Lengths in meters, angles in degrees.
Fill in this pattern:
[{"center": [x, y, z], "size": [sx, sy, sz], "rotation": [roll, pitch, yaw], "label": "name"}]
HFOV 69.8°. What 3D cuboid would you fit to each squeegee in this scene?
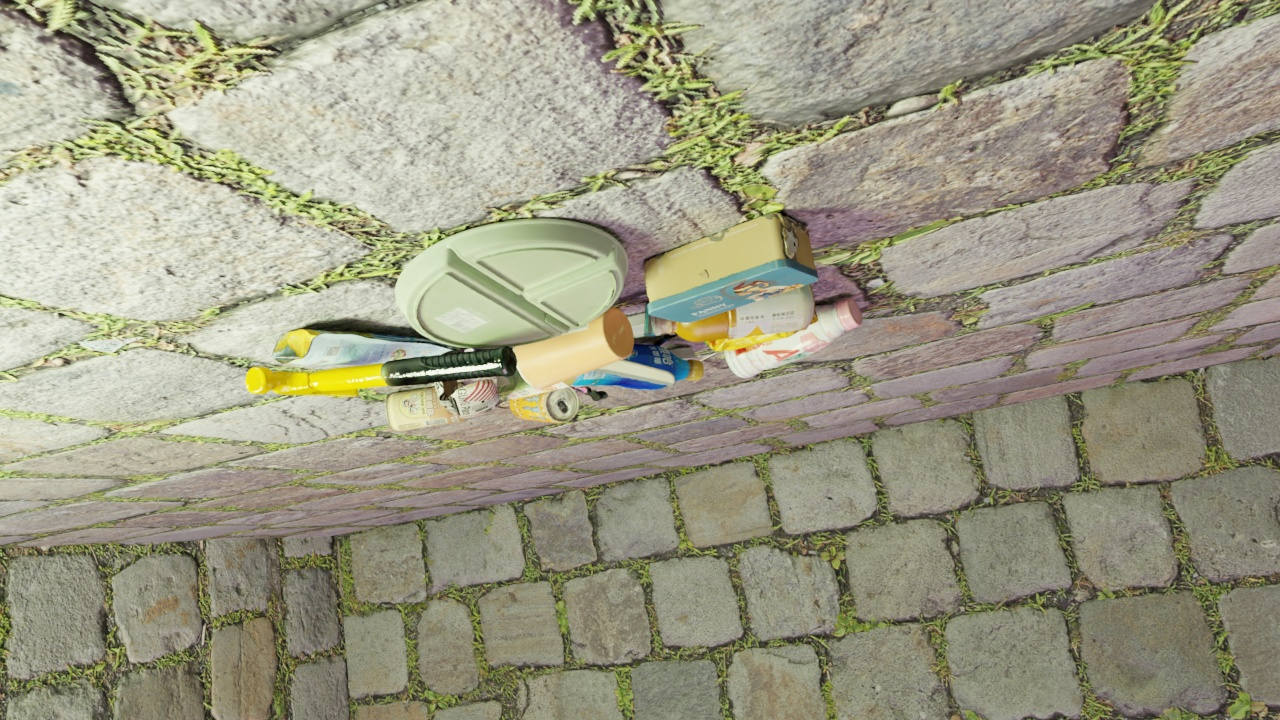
[{"center": [-0.050, -0.049, 1.088], "size": [0.246, 0.039, 0.247], "rotation": [11, 157, -8], "label": "squeegee"}]

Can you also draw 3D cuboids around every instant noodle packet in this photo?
[{"center": [0.158, -0.046, 1.200], "size": [0.129, 0.044, 0.110], "rotation": [-14, -178, 30], "label": "instant noodle packet"}]

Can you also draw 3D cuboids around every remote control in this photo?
[{"center": [0.017, 0.006, 1.406], "size": [0.135, 0.019, 0.056], "rotation": [-19, 171, 37], "label": "remote control"}, {"center": [0.052, -0.055, 1.170], "size": [0.150, 0.021, 0.058], "rotation": [-12, 167, 15], "label": "remote control"}]

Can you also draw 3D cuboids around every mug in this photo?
[{"center": [-0.073, -0.018, 1.031], "size": [0.123, 0.078, 0.078], "rotation": [-15, 166, 33], "label": "mug"}]

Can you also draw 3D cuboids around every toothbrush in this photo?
[{"center": [-0.076, 0.042, 1.294], "size": [0.017, 0.014, 0.189], "rotation": [-6, -175, -16], "label": "toothbrush"}, {"center": [0.030, -0.029, 1.297], "size": [0.014, 0.016, 0.190], "rotation": [-10, 171, -19], "label": "toothbrush"}]

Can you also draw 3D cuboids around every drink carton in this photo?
[{"center": [-0.141, 0.019, 1.303], "size": [0.123, 0.045, 0.053], "rotation": [-13, 166, 15], "label": "drink carton"}]

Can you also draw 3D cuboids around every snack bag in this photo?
[{"center": [-0.317, -0.011, 1.068], "size": [0.111, 0.038, 0.190], "rotation": [-24, 162, 39], "label": "snack bag"}]

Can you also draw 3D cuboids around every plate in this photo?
[{"center": [-0.122, -0.066, 0.899], "size": [0.230, 0.027, 0.230], "rotation": [-11, 157, -5], "label": "plate"}]

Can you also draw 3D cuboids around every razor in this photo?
[{"center": [0.075, -0.050, 1.129], "size": [0.143, 0.043, 0.022], "rotation": [2, -159, -2], "label": "razor"}]

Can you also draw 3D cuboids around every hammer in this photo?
[{"center": [-0.272, 0.014, 0.998], "size": [0.301, 0.033, 0.128], "rotation": [-6, 174, 22], "label": "hammer"}]

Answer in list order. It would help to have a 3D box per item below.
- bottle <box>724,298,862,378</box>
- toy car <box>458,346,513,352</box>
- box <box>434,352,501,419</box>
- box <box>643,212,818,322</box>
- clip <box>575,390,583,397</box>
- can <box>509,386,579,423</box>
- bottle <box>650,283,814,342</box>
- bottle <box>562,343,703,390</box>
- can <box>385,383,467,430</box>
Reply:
[{"center": [0.214, -0.034, 1.282], "size": [0.197, 0.068, 0.068], "rotation": [-23, 162, 34], "label": "bottle"}, {"center": [-0.182, -0.034, 1.044], "size": [0.070, 0.042, 0.158], "rotation": [-13, 162, 1], "label": "toy car"}, {"center": [-0.232, 0.037, 1.241], "size": [0.086, 0.075, 0.162], "rotation": [0, 165, -6], "label": "box"}, {"center": [0.085, -0.090, 0.948], "size": [0.185, 0.062, 0.089], "rotation": [-20, 163, 35], "label": "box"}, {"center": [-0.075, 0.023, 1.376], "size": [0.100, 0.072, 0.034], "rotation": [-22, 163, 36], "label": "clip"}, {"center": [-0.148, 0.064, 1.396], "size": [0.058, 0.058, 0.146], "rotation": [-2, 180, -29], "label": "can"}, {"center": [0.107, -0.059, 1.083], "size": [0.189, 0.068, 0.068], "rotation": [-7, 167, -7], "label": "bottle"}, {"center": [-0.008, 0.007, 1.275], "size": [0.218, 0.065, 0.065], "rotation": [3, 163, -32], "label": "bottle"}, {"center": [-0.318, 0.070, 1.375], "size": [0.116, 0.058, 0.058], "rotation": [-8, 168, -2], "label": "can"}]
